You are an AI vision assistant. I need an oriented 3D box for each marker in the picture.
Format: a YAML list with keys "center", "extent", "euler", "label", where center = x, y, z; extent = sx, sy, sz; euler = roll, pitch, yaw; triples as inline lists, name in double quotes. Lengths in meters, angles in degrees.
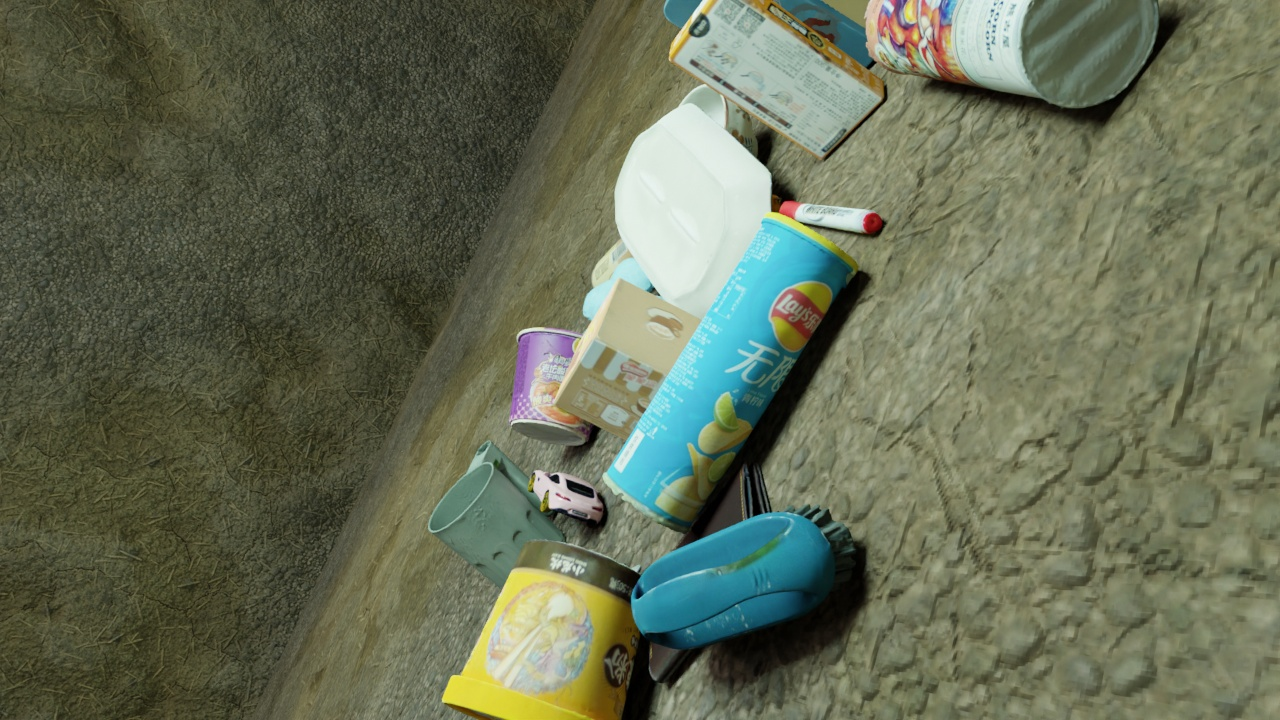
- center: [0.137, -0.106, 0.672]
  extent: [0.017, 0.017, 0.145]
  euler: [-61, 17, 4]
  label: "marker"

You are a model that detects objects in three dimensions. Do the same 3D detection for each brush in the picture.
- center: [0.043, 0.120, 0.488]
  extent: [0.144, 0.073, 0.055]
  euler: [-33, 73, 42]
  label: "brush"

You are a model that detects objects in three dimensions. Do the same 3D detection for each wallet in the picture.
- center: [0.041, 0.132, 0.589]
  extent: [0.122, 0.020, 0.096]
  euler: [-55, 14, 24]
  label: "wallet"

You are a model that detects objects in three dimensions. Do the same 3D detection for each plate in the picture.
- center: [0.035, -0.138, 0.840]
  extent: [0.162, 0.034, 0.265]
  euler: [-64, 33, 26]
  label: "plate"

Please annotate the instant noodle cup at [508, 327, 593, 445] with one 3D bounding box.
- center: [-0.085, 0.031, 0.957]
  extent: [0.112, 0.111, 0.099]
  euler: [-29, 47, 60]
  label: "instant noodle cup"

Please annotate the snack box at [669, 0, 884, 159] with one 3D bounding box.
- center: [0.105, -0.222, 0.704]
  extent: [0.075, 0.153, 0.026]
  euler: [-44, 25, 44]
  label: "snack box"

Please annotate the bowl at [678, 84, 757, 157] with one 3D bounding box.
- center: [0.073, -0.204, 0.894]
  extent: [0.114, 0.062, 0.113]
  euler: [-28, 57, 53]
  label: "bowl"

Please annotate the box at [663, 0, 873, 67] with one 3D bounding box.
- center: [0.107, -0.291, 0.755]
  extent: [0.090, 0.184, 0.062]
  euler: [-46, 27, 55]
  label: "box"

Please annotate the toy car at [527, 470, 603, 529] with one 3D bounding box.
- center: [-0.068, 0.122, 0.846]
  extent: [0.037, 0.056, 0.122]
  euler: [-67, 18, -2]
  label: "toy car"

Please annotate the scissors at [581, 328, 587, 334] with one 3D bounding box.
- center: [-0.070, -0.012, 1.107]
  extent: [0.173, 0.019, 0.176]
  euler: [-35, 33, 56]
  label: "scissors"

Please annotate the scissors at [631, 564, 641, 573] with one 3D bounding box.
- center: [-0.064, 0.232, 0.739]
  extent: [0.234, 0.021, 0.220]
  euler: [-56, 23, 17]
  label: "scissors"

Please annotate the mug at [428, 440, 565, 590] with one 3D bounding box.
- center: [-0.130, 0.149, 0.879]
  extent: [0.084, 0.103, 0.123]
  euler: [-33, 21, 28]
  label: "mug"

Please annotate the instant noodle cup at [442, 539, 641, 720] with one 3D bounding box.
- center: [-0.054, 0.189, 0.605]
  extent: [0.119, 0.118, 0.114]
  euler: [-32, 33, 57]
  label: "instant noodle cup"

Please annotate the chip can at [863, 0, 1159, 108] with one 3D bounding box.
- center: [0.201, -0.195, 0.536]
  extent: [0.071, 0.071, 0.214]
  euler: [-58, 17, 15]
  label: "chip can"

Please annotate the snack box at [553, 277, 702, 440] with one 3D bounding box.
- center: [-0.004, 0.004, 0.751]
  extent: [0.095, 0.093, 0.076]
  euler: [-56, 10, 46]
  label: "snack box"

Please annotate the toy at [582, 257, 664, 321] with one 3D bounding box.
- center: [-0.013, -0.033, 0.892]
  extent: [0.161, 0.050, 0.156]
  euler: [-40, 41, -8]
  label: "toy"

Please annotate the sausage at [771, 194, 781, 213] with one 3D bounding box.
- center: [0.077, -0.104, 0.827]
  extent: [0.166, 0.021, 0.021]
  euler: [-39, 29, 52]
  label: "sausage"

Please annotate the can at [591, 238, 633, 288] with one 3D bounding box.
- center: [-0.004, -0.109, 0.997]
  extent: [0.117, 0.058, 0.058]
  euler: [-40, 28, 51]
  label: "can"

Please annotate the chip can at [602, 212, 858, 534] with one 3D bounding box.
- center: [0.059, 0.009, 0.612]
  extent: [0.210, 0.071, 0.071]
  euler: [-58, 18, 3]
  label: "chip can"
